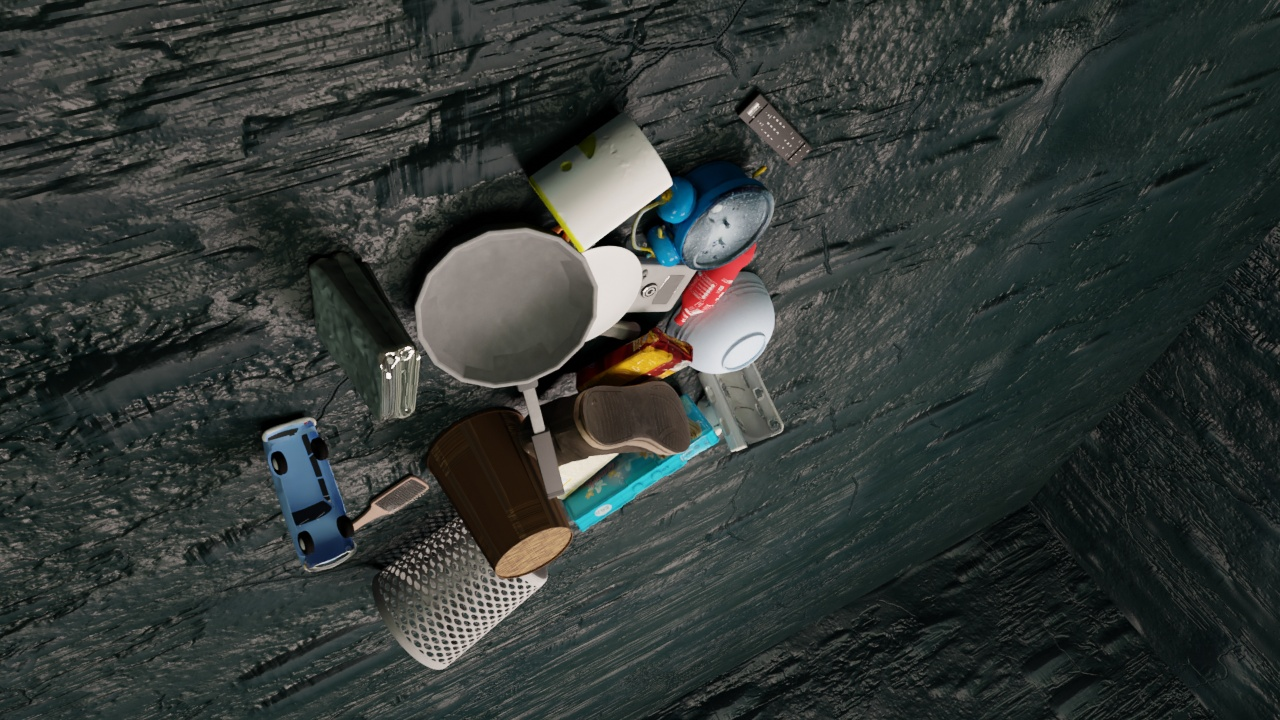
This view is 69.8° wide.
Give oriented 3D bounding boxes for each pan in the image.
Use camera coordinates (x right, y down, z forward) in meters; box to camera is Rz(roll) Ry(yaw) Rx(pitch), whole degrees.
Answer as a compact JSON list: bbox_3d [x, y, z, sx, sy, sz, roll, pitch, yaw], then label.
[{"bbox_3d":[-0.121,0.012,0.948,0.178,0.041,0.358,-17,129,-10],"label":"pan"}]

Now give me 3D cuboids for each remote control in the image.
[{"bbox_3d":[0.144,-0.241,0.968,0.030,0.009,0.140,-44,149,17],"label":"remote control"},{"bbox_3d":[-0.005,-0.084,1.042,0.150,0.019,0.074,-4,139,-42],"label":"remote control"}]

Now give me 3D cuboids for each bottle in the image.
[{"bbox_3d":[0.085,-0.096,1.092,0.041,0.042,0.142,3,135,-47],"label":"bottle"}]

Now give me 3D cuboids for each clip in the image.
[{"bbox_3d":[0.118,0.068,1.300,0.104,0.126,0.152,-15,170,-42],"label":"clip"}]

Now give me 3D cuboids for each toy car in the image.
[{"bbox_3d":[-0.338,0.136,0.930,0.056,0.153,0.055,-20,-174,-39],"label":"toy car"}]

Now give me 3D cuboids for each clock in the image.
[{"bbox_3d":[0.065,-0.152,0.974,0.161,0.060,0.117,-17,147,-25],"label":"clock"}]

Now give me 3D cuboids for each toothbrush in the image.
[{"bbox_3d":[-0.066,-0.046,1.040,0.185,0.022,0.024,11,92,-49],"label":"toothbrush"}]

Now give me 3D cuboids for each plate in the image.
[{"bbox_3d":[-0.059,-0.070,0.976,0.134,0.011,0.135,-24,145,-19],"label":"plate"}]

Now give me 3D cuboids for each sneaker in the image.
[{"bbox_3d":[-0.034,0.083,1.129,0.120,0.095,0.234,-18,170,36],"label":"sneaker"}]

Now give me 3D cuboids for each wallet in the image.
[{"bbox_3d":[-0.237,-0.019,0.796,0.054,0.131,0.101,-22,150,-28],"label":"wallet"}]

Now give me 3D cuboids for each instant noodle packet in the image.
[{"bbox_3d":[-0.007,0.007,1.129,0.136,0.039,0.098,-29,159,30],"label":"instant noodle packet"}]

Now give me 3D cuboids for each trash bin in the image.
[{"bbox_3d":[-0.237,0.295,1.238,0.183,0.156,0.156,-38,150,2],"label":"trash bin"}]

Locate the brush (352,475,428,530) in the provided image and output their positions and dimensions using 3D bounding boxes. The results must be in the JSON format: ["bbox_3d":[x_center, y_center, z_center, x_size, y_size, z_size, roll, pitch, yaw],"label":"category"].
[{"bbox_3d":[-0.325,0.189,1.132,0.135,0.015,0.050,-34,151,0],"label":"brush"}]

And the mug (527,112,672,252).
[{"bbox_3d":[-0.036,-0.162,0.835,0.106,0.082,0.082,-36,151,0],"label":"mug"}]

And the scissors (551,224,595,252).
[{"bbox_3d":[-0.083,-0.089,0.956,0.065,0.013,0.129,-12,137,-34],"label":"scissors"}]

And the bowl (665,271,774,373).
[{"bbox_3d":[0.114,-0.035,1.178,0.150,0.074,0.151,-24,149,-16],"label":"bowl"}]

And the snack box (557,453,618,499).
[{"bbox_3d":[-0.099,0.124,1.213,0.106,0.061,0.083,-41,151,11],"label":"snack box"}]

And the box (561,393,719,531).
[{"bbox_3d":[-0.010,0.136,1.298,0.227,0.084,0.171,-33,-173,-1],"label":"box"}]

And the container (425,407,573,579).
[{"bbox_3d":[-0.162,0.162,1.098,0.132,0.167,0.132,-25,149,-16],"label":"container"}]
